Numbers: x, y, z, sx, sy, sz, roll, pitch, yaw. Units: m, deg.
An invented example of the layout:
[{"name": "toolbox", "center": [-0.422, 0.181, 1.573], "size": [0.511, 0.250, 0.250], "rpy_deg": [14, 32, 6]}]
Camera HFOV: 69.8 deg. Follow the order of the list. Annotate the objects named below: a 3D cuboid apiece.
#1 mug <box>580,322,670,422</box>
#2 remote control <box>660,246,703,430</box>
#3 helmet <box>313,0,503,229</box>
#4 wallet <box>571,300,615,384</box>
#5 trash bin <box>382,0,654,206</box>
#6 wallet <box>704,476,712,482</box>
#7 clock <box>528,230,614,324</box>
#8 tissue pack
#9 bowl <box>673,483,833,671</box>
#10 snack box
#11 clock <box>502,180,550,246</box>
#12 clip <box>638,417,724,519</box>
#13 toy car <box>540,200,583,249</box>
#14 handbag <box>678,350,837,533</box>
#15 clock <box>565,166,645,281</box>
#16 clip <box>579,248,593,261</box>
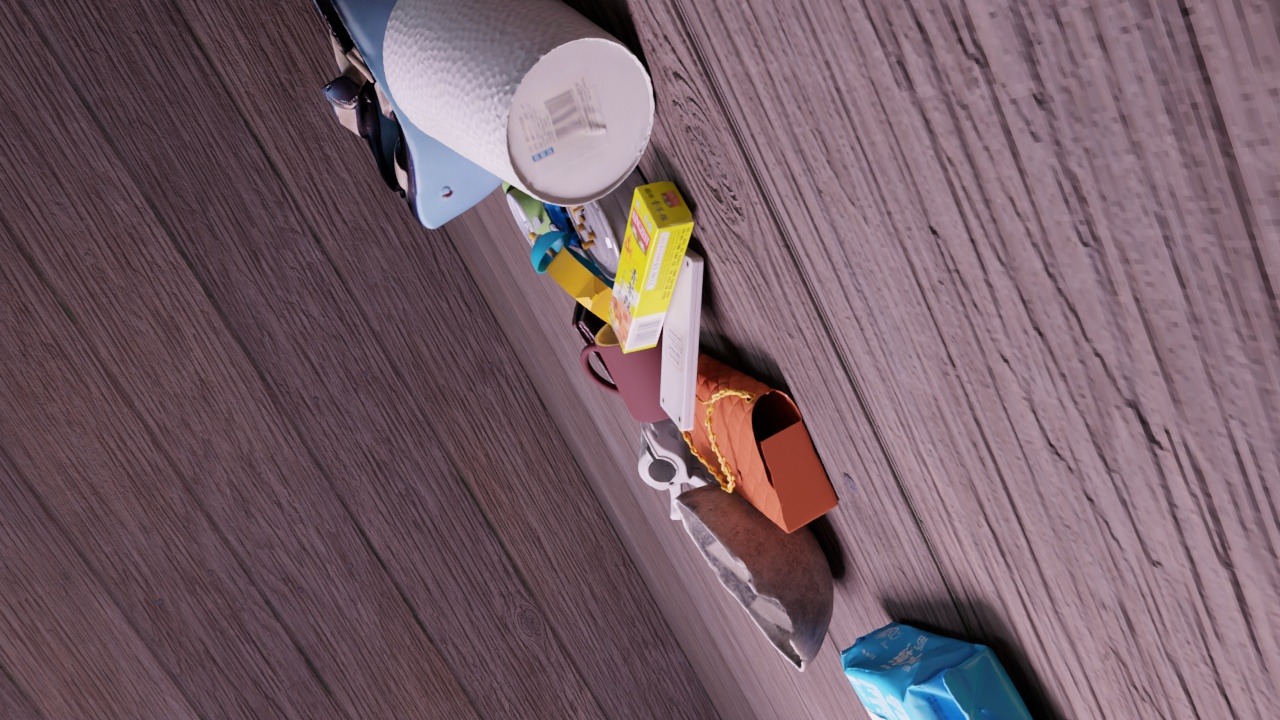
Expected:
[{"name": "mug", "center": [-0.005, 0.005, 0.834], "size": [0.082, 0.106, 0.073], "rpy_deg": [64, -146, -23]}, {"name": "remote control", "center": [0.031, -0.018, 0.688], "size": [0.050, 0.011, 0.136], "rpy_deg": [-131, 39, -60]}, {"name": "helmet", "center": [-0.188, -0.257, 0.779], "size": [0.225, 0.166, 0.266], "rpy_deg": [46, 165, 45]}, {"name": "wallet", "center": [-0.031, -0.027, 0.940], "size": [0.099, 0.031, 0.119], "rpy_deg": [55, -162, -20]}, {"name": "trash bin", "center": [-0.077, -0.180, 0.604], "size": [0.161, 0.133, 0.133], "rpy_deg": [43, 161, 43]}, {"name": "wallet", "center": [0.101, 0.164, 0.969], "size": [0.089, 0.026, 0.115], "rpy_deg": [64, 169, -22]}, {"name": "clock", "center": [-0.047, -0.070, 0.803], "size": [0.099, 0.044, 0.129], "rpy_deg": [33, -170, -41]}, {"name": "tissue pack", "center": [0.200, 0.238, 0.605], "size": [0.117, 0.066, 0.209], "rpy_deg": [57, 171, 9]}, {"name": "bowl", "center": [0.110, 0.169, 0.785], "size": [0.178, 0.081, 0.179], "rpy_deg": [53, 169, 15]}, {"name": "snack box", "center": [0.004, -0.064, 0.671], "size": [0.148, 0.028, 0.040], "rpy_deg": [106, 145, -54]}, {"name": "clock", "center": [-0.118, -0.167, 1.046], "size": [0.119, 0.042, 0.094], "rpy_deg": [50, 165, 40]}, {"name": "clip", "center": [0.031, 0.087, 0.914], "size": [0.124, 0.075, 0.144], "rpy_deg": [-82, -32, -58]}, {"name": "toy car", "center": [-0.060, -0.148, 0.804], "size": [0.044, 0.056, 0.120], "rpy_deg": [24, 157, 29]}, {"name": "handbag", "center": [0.072, 0.054, 0.724], "size": [0.109, 0.060, 0.172], "rpy_deg": [67, 168, -18]}, {"name": "clock", "center": [-0.021, -0.105, 0.725], "size": [0.104, 0.056, 0.148], "rpy_deg": [45, 160, 56]}, {"name": "clip", "center": [-0.037, -0.088, 0.937], "size": [0.076, 0.023, 0.045], "rpy_deg": [54, 170, 38]}]
